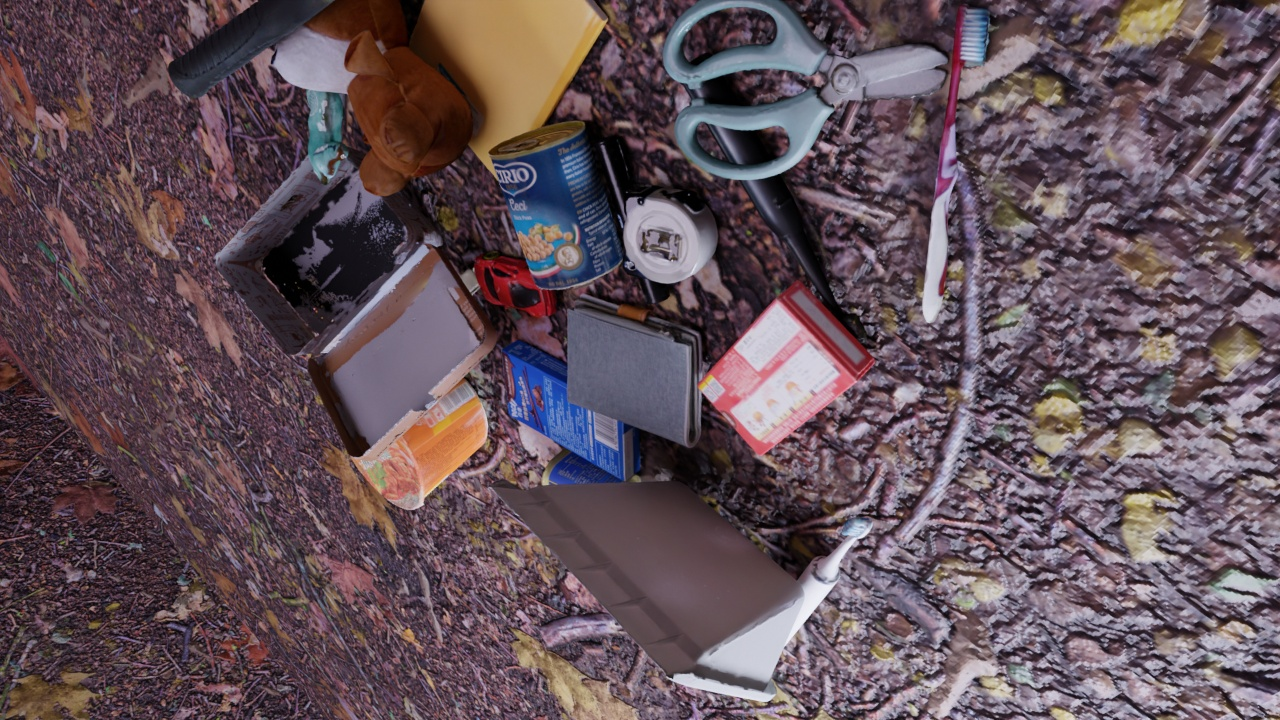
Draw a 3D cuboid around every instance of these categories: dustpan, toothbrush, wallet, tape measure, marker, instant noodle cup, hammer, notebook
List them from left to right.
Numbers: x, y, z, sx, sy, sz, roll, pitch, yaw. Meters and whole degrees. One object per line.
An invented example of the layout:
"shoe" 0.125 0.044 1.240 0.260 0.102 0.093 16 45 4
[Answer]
"hammer" -0.224 -0.274 0.656 0.301 0.032 0.128 -24 80 20
"instant noodle cup" -0.249 0.073 1.019 0.151 0.111 0.152 27 136 30
"notebook" -0.114 -0.245 0.709 0.146 0.010 0.207 51 143 3
"marker" -0.005 -0.105 0.697 0.022 0.020 0.132 -11 112 19
"wallet" -0.005 0.004 0.765 0.130 0.036 0.107 19 119 34
"dustpan" 0.015 0.206 0.763 0.223 0.257 0.143 38 117 36
"tape measure" 0.020 -0.090 0.659 0.066 0.033 0.066 13 120 26
"toothbrush" 0.089 -0.100 0.595 0.212 0.026 0.027 58 155 -6
"toothbrush" 0.144 0.188 0.763 0.222 0.026 0.026 109 159 -48
"toothbrush" 0.175 -0.101 0.513 0.017 0.016 0.188 15 129 27

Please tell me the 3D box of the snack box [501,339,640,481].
"snack box" -0.067 0.046 0.875 0.157 0.026 0.085 26 135 31

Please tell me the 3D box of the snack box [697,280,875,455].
"snack box" 0.098 0.011 0.656 0.075 0.025 0.153 47 151 7

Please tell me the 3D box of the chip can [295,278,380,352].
"chip can" -0.292 -0.035 0.973 0.213 0.071 0.072 45 144 34

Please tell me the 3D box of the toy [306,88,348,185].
"toy" -0.274 -0.200 0.803 0.096 0.030 0.092 16 108 56

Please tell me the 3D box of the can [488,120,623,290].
"can" -0.062 -0.117 0.702 0.075 0.075 0.111 8 125 43

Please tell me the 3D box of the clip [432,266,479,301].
"clip" -0.188 -0.059 0.922 0.101 0.096 0.035 -38 87 11

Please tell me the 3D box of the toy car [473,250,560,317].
"toy car" -0.117 -0.069 0.836 0.106 0.031 0.049 18 130 40

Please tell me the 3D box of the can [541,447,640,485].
"can" -0.043 0.144 0.903 0.083 0.057 0.102 18 131 34

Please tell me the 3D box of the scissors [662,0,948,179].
"scissors" 0.087 -0.180 0.526 0.186 0.019 0.129 -18 104 36

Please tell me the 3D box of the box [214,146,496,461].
"box" -0.259 -0.055 0.864 0.179 0.102 0.261 -43 82 11

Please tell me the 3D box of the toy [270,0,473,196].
"toy" -0.225 -0.235 0.736 0.140 0.130 0.199 -23 92 59
